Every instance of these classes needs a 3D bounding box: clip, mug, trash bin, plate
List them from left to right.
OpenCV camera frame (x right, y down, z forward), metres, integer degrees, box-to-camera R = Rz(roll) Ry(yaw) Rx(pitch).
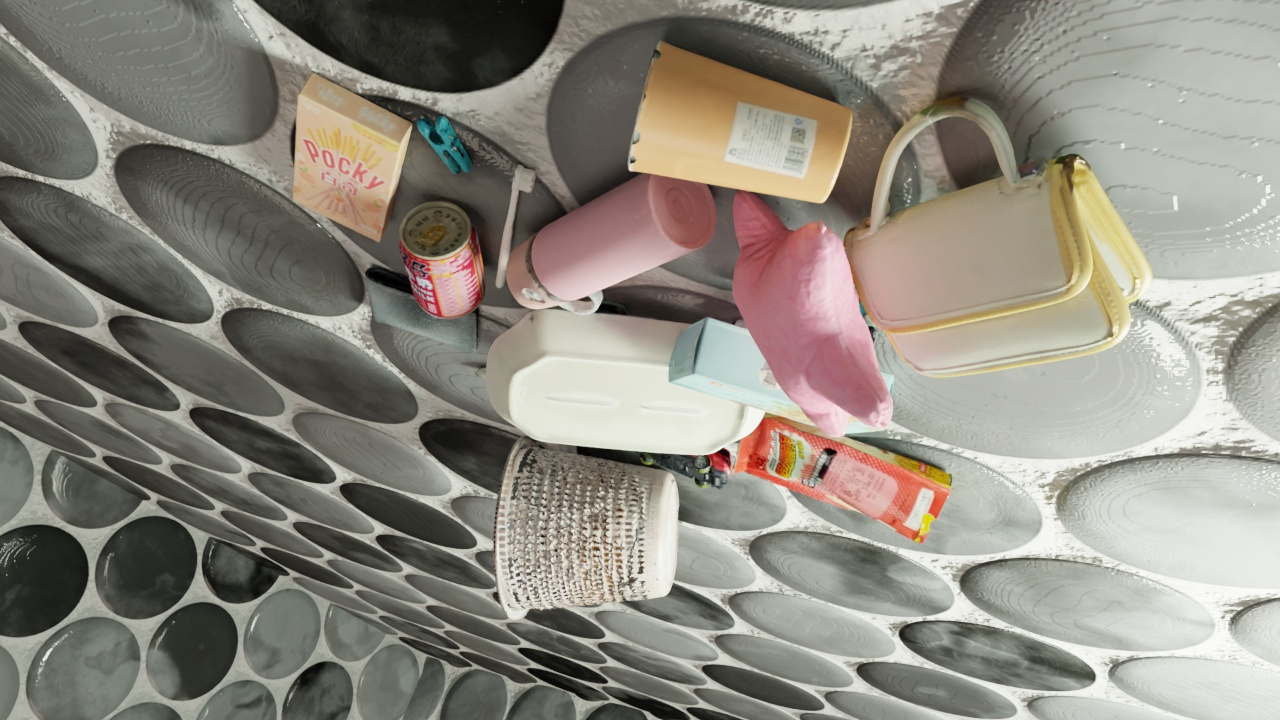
[{"bbox_3d":[-0.148,-0.165,0.705,0.048,0.014,0.057,3,148,25],"label":"clip"},{"bbox_3d":[-0.056,0.207,1.119,0.192,0.227,0.228,1,149,9],"label":"trash bin"},{"bbox_3d":[-0.010,0.032,0.842,0.265,0.034,0.162,7,131,-5],"label":"plate"},{"bbox_3d":[0.060,-0.139,0.555,0.123,0.078,0.078,15,152,1],"label":"mug"}]

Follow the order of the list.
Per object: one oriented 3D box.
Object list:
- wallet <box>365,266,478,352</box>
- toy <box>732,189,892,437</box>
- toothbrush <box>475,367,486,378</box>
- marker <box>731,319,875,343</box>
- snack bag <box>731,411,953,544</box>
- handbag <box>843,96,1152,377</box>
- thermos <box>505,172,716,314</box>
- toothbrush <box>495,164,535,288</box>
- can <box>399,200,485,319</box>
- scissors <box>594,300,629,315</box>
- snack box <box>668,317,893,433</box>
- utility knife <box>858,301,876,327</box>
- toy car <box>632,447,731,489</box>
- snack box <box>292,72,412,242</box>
[{"bbox_3d":[-0.226,-0.050,0.957,0.121,0.019,0.097,20,154,-2],"label":"wallet"},{"bbox_3d":[0.116,-0.030,0.633,0.074,0.194,0.179,-24,152,-9],"label":"toy"},{"bbox_3d":[-0.105,0.022,1.002,0.188,0.017,0.016,3,150,28],"label":"toothbrush"},{"bbox_3d":[0.130,-0.021,0.752,0.131,0.018,0.022,4,104,41],"label":"marker"},{"bbox_3d":[0.197,0.114,0.925,0.208,0.073,0.129,21,148,11],"label":"snack bag"},{"bbox_3d":[0.201,-0.073,0.573,0.164,0.063,0.179,-13,122,51],"label":"handbag"},{"bbox_3d":[-0.025,-0.083,0.712,0.087,0.067,0.199,39,146,-25],"label":"thermos"},{"bbox_3d":[-0.109,-0.108,0.779,0.016,0.016,0.180,17,152,-7],"label":"toothbrush"},{"bbox_3d":[-0.172,-0.087,0.801,0.066,0.066,0.094,17,152,6],"label":"can"},{"bbox_3d":[-0.029,0.014,0.896,0.169,0.019,0.178,22,135,-17],"label":"scissors"},{"bbox_3d":[0.115,0.016,0.768,0.174,0.051,0.074,16,171,-11],"label":"snack box"},{"bbox_3d":[0.181,-0.037,0.714,0.029,0.013,0.210,26,152,-6],"label":"utility knife"},{"bbox_3d":[0.045,0.102,1.016,0.120,0.045,0.053,20,151,14],"label":"toy car"},{"bbox_3d":[-0.242,-0.162,0.759,0.084,0.026,0.158,26,152,-10],"label":"snack box"}]
